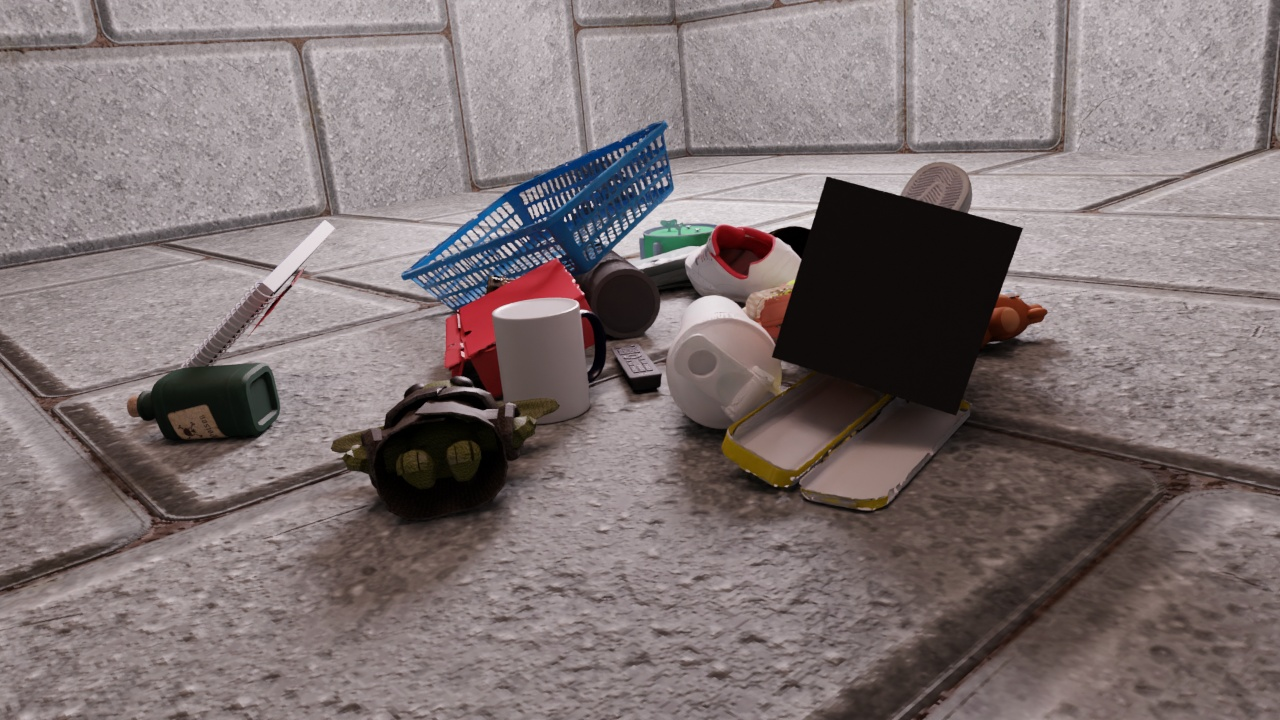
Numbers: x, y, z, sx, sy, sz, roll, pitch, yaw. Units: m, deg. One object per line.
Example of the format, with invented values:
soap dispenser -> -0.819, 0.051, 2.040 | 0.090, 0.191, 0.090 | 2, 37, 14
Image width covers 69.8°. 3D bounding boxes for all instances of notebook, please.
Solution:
notebook -> -0.415, -0.044, 0.956 | 0.210, 0.022, 0.171 | -39, 20, 23

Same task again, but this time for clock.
clock -> 0.085, -0.184, 1.436 | 0.161, 0.075, 0.122 | -9, 17, -15

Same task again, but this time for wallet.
wallet -> 0.033, -0.128, 1.309 | 0.131, 0.054, 0.100 | -11, 8, -12

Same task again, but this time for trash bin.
trash bin -> 0.207, -0.059, 0.745 | 0.140, 0.140, 0.171 | 18, 13, 14

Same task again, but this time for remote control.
remote control -> -0.006, 0.005, 0.930 | 0.032, 0.015, 0.136 | -8, 14, -8

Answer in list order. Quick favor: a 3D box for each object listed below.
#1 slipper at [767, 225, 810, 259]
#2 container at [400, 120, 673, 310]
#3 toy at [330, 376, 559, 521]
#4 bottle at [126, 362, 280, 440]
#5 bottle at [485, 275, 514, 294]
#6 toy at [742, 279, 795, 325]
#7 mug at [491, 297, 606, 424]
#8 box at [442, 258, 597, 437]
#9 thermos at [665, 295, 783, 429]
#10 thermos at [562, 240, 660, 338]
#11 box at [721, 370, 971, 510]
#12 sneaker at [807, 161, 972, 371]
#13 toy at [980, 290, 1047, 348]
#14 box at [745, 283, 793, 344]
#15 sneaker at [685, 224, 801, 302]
slipper -> 0.184, -0.146, 1.271 | 0.112, 0.076, 0.268 | -15, 19, -30
container -> -0.130, -0.177, 1.227 | 0.363, 0.089, 0.256 | -9, 30, 48
toy -> -0.148, 0.058, 0.687 | 0.179, 0.078, 0.152 | -11, 16, -8
bottle -> -0.418, 0.040, 0.866 | 0.131, 0.061, 0.061 | -4, 19, 6
bottle -> -0.133, -0.068, 1.103 | 0.105, 0.056, 0.056 | 8, 14, -11
toy -> 0.156, -0.058, 1.018 | 0.115, 0.046, 0.092 | -20, -10, -2
mug -> -0.077, -0.005, 0.844 | 0.111, 0.097, 0.079 | -19, 21, -38
box -> -0.125, -0.036, 0.974 | 0.164, 0.153, 0.214 | 16, 11, -15
thermos -> 0.073, -0.007, 0.820 | 0.099, 0.099, 0.220 | -4, 13, 4
thermos -> -0.044, -0.096, 1.166 | 0.082, 0.082, 0.240 | -9, 17, -11
box -> 0.162, 0.051, 0.696 | 0.130, 0.036, 0.209 | 18, 26, 31
sneaker -> 0.244, -0.078, 0.905 | 0.089, 0.242, 0.091 | 36, -5, 30
toy -> 0.344, -0.046, 0.904 | 0.127, 0.065, 0.095 | -11, 0, -24
box -> 0.188, -0.051, 0.969 | 0.186, 0.083, 0.042 | -12, 30, -26
sneaker -> 0.115, -0.131, 1.149 | 0.090, 0.104, 0.237 | -45, 29, -7
